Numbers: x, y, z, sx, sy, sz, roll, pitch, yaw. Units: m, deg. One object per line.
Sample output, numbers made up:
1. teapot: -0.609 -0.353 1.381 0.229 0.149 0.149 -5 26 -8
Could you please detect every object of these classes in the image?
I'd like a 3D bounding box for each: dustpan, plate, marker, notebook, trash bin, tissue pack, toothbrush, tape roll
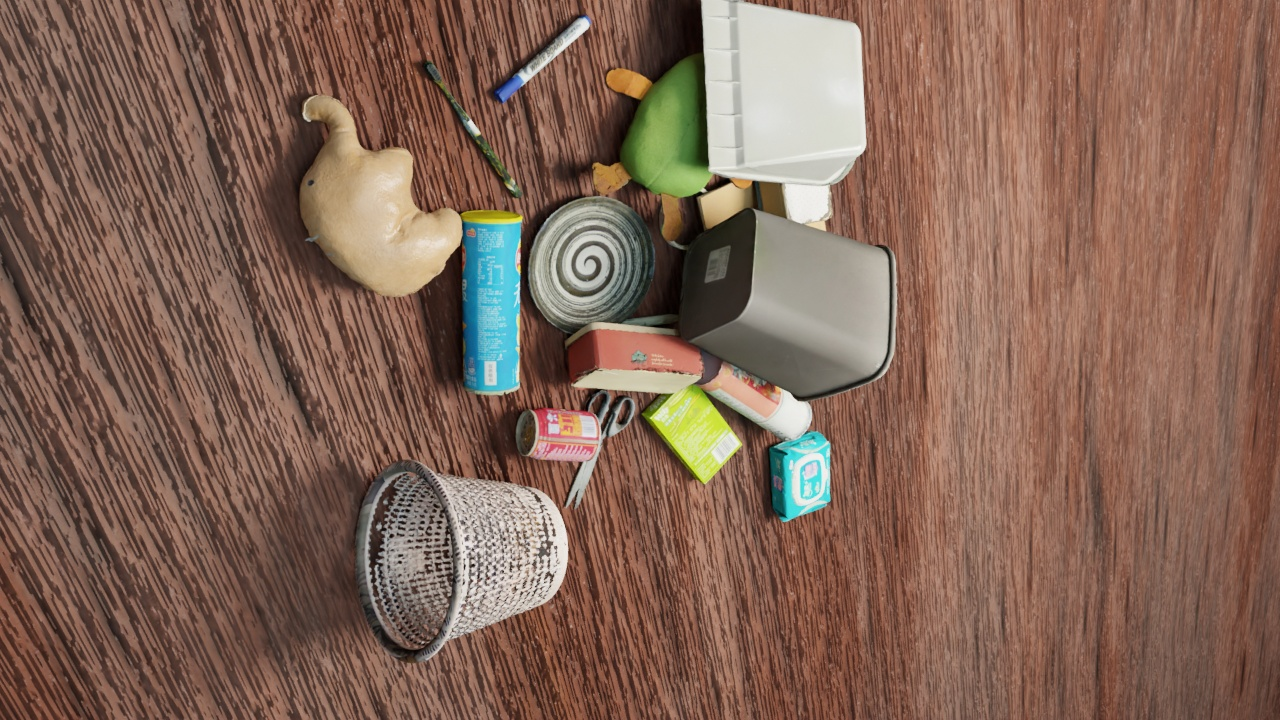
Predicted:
1. dustpan: 0.188 -0.327 1.169 0.257 0.143 0.222 -2 88 -11
2. plate: -0.063 -0.121 1.167 0.179 0.024 0.179 -9 110 -26
3. marker: -0.113 -0.351 1.065 0.145 0.017 0.017 -45 123 -11
4. notebook: 0.176 -0.195 1.282 0.211 0.012 0.150 -28 120 -25
5. trash bin: 0.183 -0.077 1.187 0.219 0.200 0.198 19 66 -28
6. tissue pack: 0.251 0.182 1.436 0.093 0.050 0.133 -17 114 -26
7. toothbrush: 0.027 -0.057 1.244 0.189 0.029 0.020 -9 151 -27
8. trash bin: -0.203 0.231 1.101 0.191 0.228 0.227 4 104 -45
9. toothbrush: -0.189 -0.260 1.049 0.012 0.017 0.186 -39 122 -8
10. tape roll: 0.064 -0.191 1.224 0.085 0.014 0.086 -10 110 -28

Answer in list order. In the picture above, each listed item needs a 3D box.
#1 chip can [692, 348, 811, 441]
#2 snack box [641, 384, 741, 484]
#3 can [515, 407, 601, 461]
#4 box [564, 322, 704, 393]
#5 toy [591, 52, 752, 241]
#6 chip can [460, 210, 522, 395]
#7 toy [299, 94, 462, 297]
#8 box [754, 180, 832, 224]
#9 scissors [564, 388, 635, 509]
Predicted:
1. chip can: 0.157 0.046 1.313 0.214 0.071 0.071 31 89 -39
2. snack box: 0.076 0.099 1.319 0.085 0.026 0.156 -46 123 -11
3. can: -0.107 0.096 1.186 0.093 0.066 0.066 6 102 -32
4. box: -0.007 0.007 1.189 0.168 0.092 0.080 5 70 -31
5. toy: 0.048 -0.280 1.140 0.227 0.090 0.246 34 84 -20
6. chip can: -0.177 -0.069 1.088 0.071 0.071 0.210 -7 110 -29
7. toy: -0.297 -0.170 0.983 0.143 0.082 0.226 -46 120 -16
8. box: 0.198 -0.270 1.230 0.089 0.061 0.184 -12 95 -29
9. scissors: -0.056 0.122 1.257 0.146 0.014 0.172 -22 116 -22
